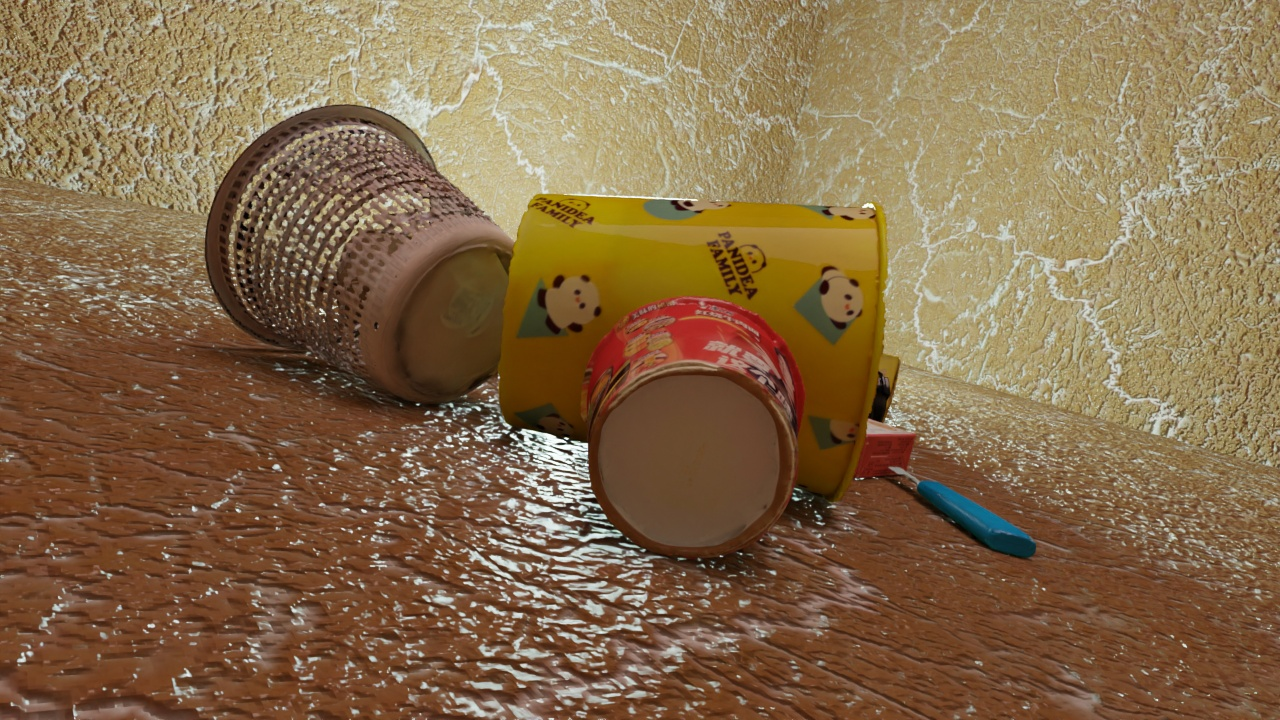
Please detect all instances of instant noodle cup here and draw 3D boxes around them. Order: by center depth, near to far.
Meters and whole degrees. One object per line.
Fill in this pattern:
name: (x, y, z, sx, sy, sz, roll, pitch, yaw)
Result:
instant noodle cup: (0.031, 0.039, 0.517, 0.138, 0.138, 0.108, 13, 15, -1)

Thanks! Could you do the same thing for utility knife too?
utility knife: (0.255, 0.116, 0.763, 0.034, 0.018, 0.214, 10, 8, -10)

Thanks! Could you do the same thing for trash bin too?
trash bin: (0.037, -0.023, 0.706, 0.255, 0.229, 0.229, 8, 6, 3)
trash bin: (-0.203, -0.072, 0.752, 0.192, 0.228, 0.227, 32, 16, 32)

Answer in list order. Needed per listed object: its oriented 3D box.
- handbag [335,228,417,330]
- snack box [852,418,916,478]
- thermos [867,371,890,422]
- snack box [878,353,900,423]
handbag: (-0.263, -0.077, 1.022, 0.147, 0.099, 0.205, 6, -9, -18)
snack box: (0.185, 0.073, 0.897, 0.127, 0.044, 0.113, 19, 10, 39)
thermos: (0.196, 0.043, 1.025, 0.143, 0.093, 0.093, 6, 7, -3)
snack box: (0.223, 0.019, 1.194, 0.210, 0.070, 0.157, 14, -9, 15)
